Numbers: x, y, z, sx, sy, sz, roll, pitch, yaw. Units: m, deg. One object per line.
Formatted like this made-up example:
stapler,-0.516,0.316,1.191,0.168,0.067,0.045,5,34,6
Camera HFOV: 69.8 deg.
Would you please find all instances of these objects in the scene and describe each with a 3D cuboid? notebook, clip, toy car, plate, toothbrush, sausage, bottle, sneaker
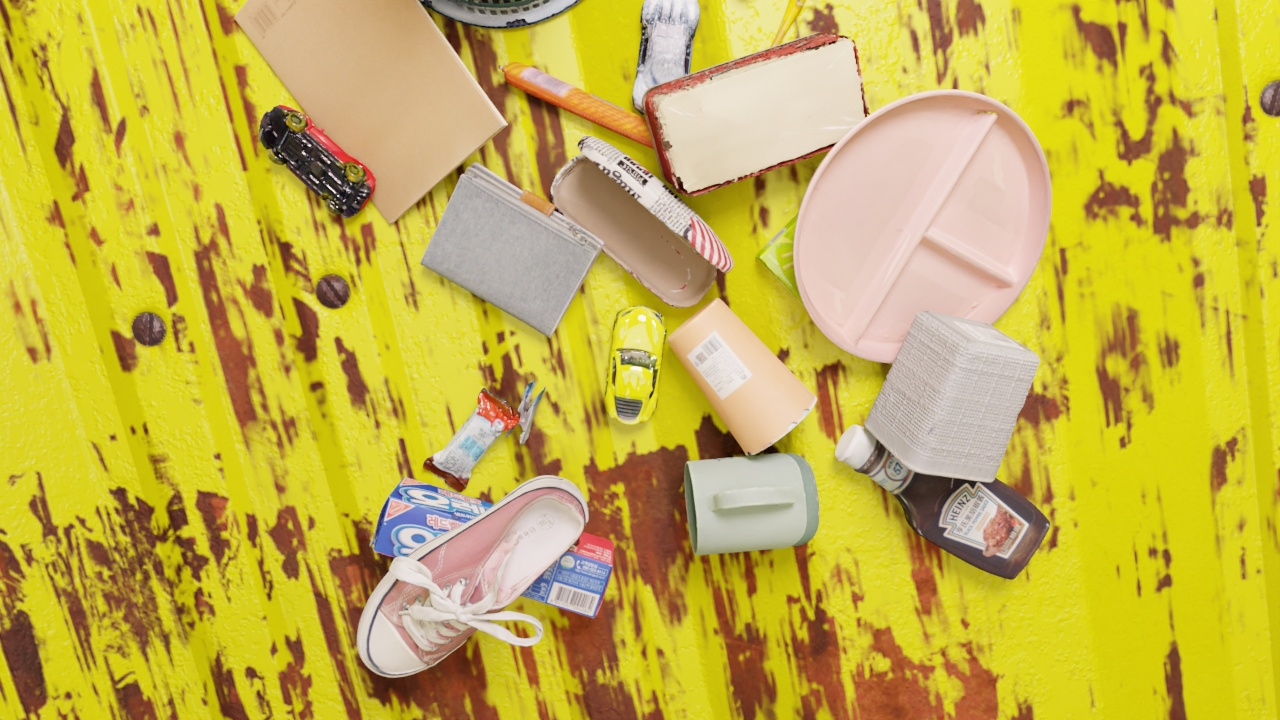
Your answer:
notebook,-0.222,-0.235,0.741,0.150,0.012,0.211,-31,100,30
clip,-0.101,0.047,0.814,0.036,0.025,0.058,26,103,2
toy car,-0.270,-0.169,0.767,0.106,0.031,0.049,40,126,-9
plate,0.230,-0.107,0.759,0.229,0.028,0.230,-5,115,-12
toothbrush,0.133,-0.303,0.759,0.016,0.018,0.191,26,100,-7
sausage,-0.043,-0.213,0.771,0.165,0.021,0.021,24,98,-4
toy car,-0.005,0.005,0.804,0.048,0.032,0.105,7,98,-2
bottle,0.265,0.120,0.821,0.195,0.044,0.080,30,97,-5
sneaker,-0.143,0.187,0.746,0.241,0.087,0.118,-38,101,11
toy car,0.021,-0.253,0.761,0.049,0.031,0.105,6,100,-1

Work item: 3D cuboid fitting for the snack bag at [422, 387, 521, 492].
snack bag,-0.149,0.073,0.811,0.045,0.026,0.105,35,111,-14

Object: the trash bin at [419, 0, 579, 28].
trash bin,-0.115,-0.373,0.656,0.226,0.195,0.226,0,99,-1

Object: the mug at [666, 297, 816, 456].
mug,0.082,0.011,0.786,0.078,0.078,0.123,-40,93,6

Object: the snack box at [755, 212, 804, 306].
snack box,0.184,-0.115,0.788,0.156,0.026,0.086,-44,98,6

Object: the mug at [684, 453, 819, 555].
mug,0.096,0.120,0.784,0.106,0.112,0.082,-4,76,-2

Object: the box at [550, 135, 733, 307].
box,0.003,-0.116,0.756,0.162,0.087,0.076,42,83,-3

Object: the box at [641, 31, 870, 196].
box,0.093,-0.198,0.731,0.168,0.078,0.091,-20,113,-4

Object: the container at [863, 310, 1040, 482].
container,0.259,0.027,0.763,0.090,0.090,0.114,9,111,-21

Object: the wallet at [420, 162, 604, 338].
wallet,-0.108,-0.094,0.780,0.129,0.036,0.107,30,114,-4

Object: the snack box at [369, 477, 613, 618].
snack box,-0.128,0.165,0.815,0.207,0.058,0.057,18,102,-4
